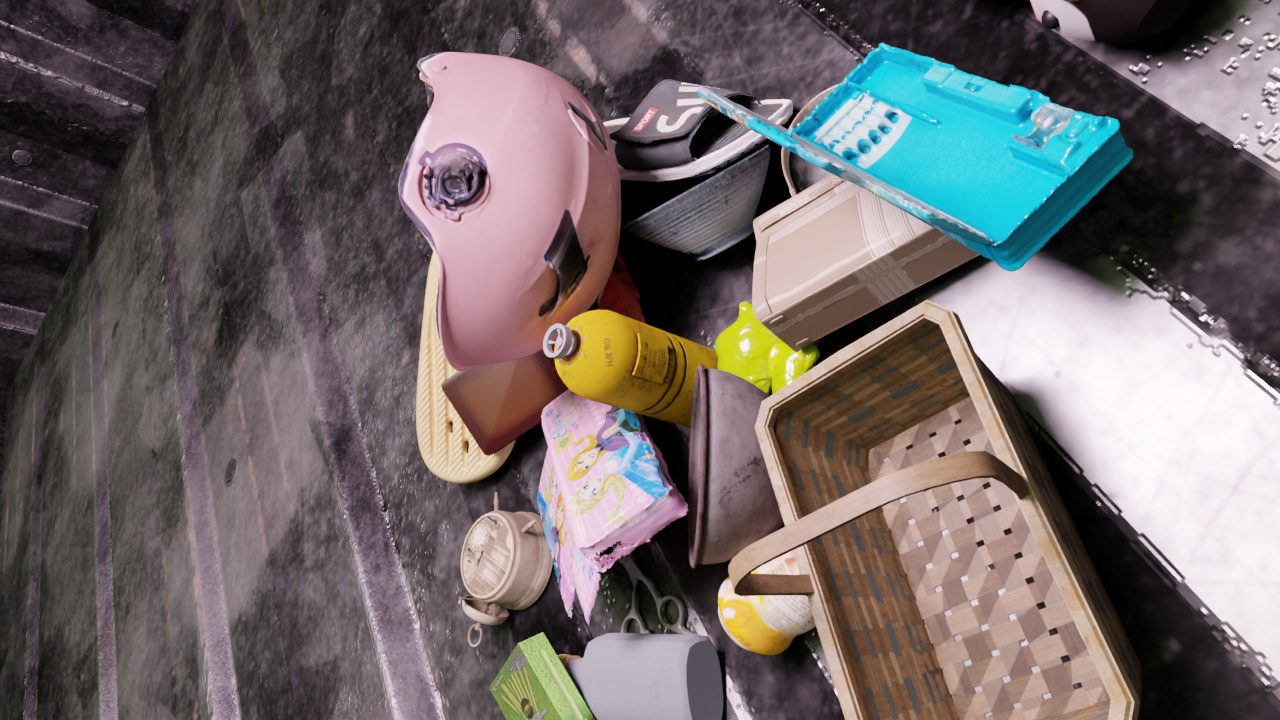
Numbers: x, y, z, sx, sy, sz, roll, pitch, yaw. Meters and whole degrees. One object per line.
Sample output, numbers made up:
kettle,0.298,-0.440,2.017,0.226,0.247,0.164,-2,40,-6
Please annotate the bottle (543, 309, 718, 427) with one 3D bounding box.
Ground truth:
bottle,-0.004,0.004,0.716,0.071,0.163,0.071,-18,64,41

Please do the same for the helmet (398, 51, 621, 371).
helmet,-0.093,-0.116,0.745,0.152,0.230,0.255,2,69,2

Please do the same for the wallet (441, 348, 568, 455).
wallet,-0.126,0.026,0.892,0.116,0.018,0.091,-34,86,12

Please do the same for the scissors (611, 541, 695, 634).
scissors,0.000,0.171,0.766,0.118,0.014,0.161,-25,63,40

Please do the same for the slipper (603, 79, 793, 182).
slipper,0.012,-0.209,0.817,0.264,0.063,0.111,8,45,50

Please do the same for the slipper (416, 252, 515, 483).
slipper,-0.166,-0.006,0.945,0.111,0.079,0.261,4,96,17

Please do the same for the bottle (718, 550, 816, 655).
bottle,0.104,0.153,0.628,0.109,0.063,0.063,-47,48,26

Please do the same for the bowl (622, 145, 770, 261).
bowl,0.058,-0.119,0.758,0.137,0.136,0.057,-22,101,39

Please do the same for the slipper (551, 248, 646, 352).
slipper,-0.056,-0.069,0.872,0.104,0.059,0.248,-56,44,19

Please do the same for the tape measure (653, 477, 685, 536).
tape measure,0.001,0.116,0.765,0.059,0.038,0.058,-58,44,14

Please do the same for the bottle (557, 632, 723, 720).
bottle,-0.011,0.252,0.722,0.162,0.046,0.072,-14,77,42

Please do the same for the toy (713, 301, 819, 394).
toy,0.097,0.000,0.709,0.094,0.036,0.094,0,81,39

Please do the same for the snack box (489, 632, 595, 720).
snack box,-0.064,0.303,0.733,0.147,0.025,0.080,53,134,25

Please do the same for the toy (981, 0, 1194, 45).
toy,0.278,-0.276,0.571,0.184,0.140,0.159,61,153,28

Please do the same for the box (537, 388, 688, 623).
box,-0.049,0.105,0.752,0.160,0.062,0.230,-56,24,12

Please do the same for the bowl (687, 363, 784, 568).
bowl,0.072,0.077,0.659,0.145,0.067,0.145,23,-111,-90

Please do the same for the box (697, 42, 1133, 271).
box,0.154,-0.128,0.569,0.227,0.170,0.085,-127,24,-54

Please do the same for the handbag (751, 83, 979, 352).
handbag,0.155,-0.132,0.673,0.176,0.062,0.197,-30,48,26

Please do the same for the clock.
clock,-0.138,0.203,0.867,0.093,0.054,0.141,21,90,48

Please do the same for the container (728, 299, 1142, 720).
container,0.150,0.100,0.508,0.158,0.186,0.249,-36,53,33
